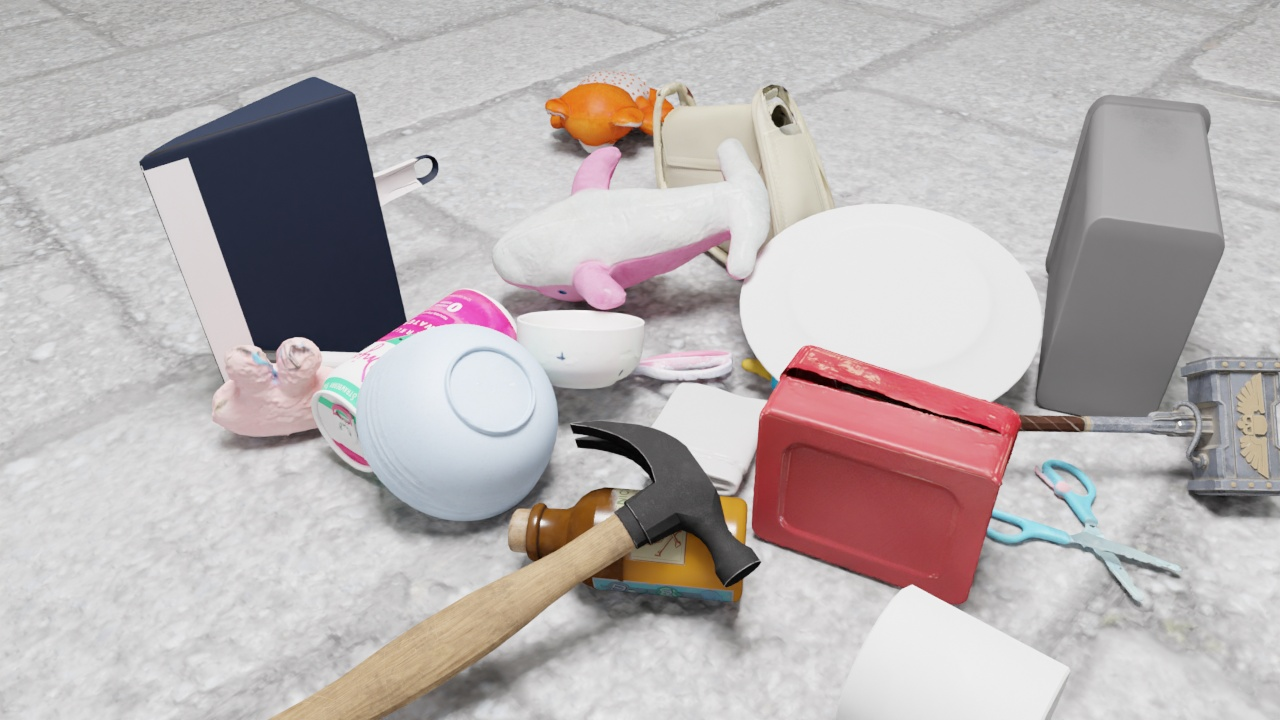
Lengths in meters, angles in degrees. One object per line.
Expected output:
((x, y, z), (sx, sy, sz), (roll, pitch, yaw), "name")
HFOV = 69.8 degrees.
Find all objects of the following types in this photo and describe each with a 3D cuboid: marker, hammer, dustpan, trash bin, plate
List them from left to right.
((-0.275, -0.120, 0.806), (0.272, 0.237, 0.080), (-30, 44, -32), "dustpan")
((-0.252, 0.003, 0.793), (0.145, 0.019, 0.019), (2, 32, -28), "marker")
((-0.091, 0.147, 0.546), (0.305, 0.040, 0.132), (-30, 65, -11), "hammer")
((0.204, -0.051, 0.758), (0.242, 0.016, 0.242), (-4, 52, 4), "plate")
((0.296, 0.046, 0.668), (0.322, 0.044, 0.098), (1, 82, 2), "hammer")
((0.403, -0.088, 0.769), (0.098, 0.192, 0.219), (13, 41, 18), "trash bin")

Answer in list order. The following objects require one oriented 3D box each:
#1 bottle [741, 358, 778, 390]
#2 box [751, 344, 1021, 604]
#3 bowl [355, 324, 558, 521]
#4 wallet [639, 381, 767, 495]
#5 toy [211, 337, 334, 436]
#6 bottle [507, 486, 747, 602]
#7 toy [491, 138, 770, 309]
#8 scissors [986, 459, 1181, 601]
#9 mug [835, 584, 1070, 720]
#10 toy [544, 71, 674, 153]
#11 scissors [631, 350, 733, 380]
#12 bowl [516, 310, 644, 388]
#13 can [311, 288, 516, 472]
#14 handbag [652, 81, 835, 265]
((0.155, 0.014, 0.758), (0.146, 0.051, 0.051), (9, 38, 15), "bottle")
((0.161, 0.071, 0.619), (0.158, 0.129, 0.086), (17, 39, 23), "box")
((-0.120, 0.034, 0.663), (0.150, 0.075, 0.150), (15, 59, -27), "bowl")
((0.051, 0.062, 0.716), (0.086, 0.032, 0.116), (15, 32, 19), "wallet")
((-0.287, 0.021, 0.731), (0.108, 0.105, 0.053), (-5, 57, -17), "toy")
((-0.009, 0.120, 0.612), (0.157, 0.068, 0.067), (4, 37, 8), "bottle")
((-0.005, -0.108, 0.864), (0.266, 0.128, 0.186), (-12, 60, 15), "toy")
((0.297, 0.118, 0.646), (0.126, 0.015, 0.136), (-7, 31, -5), "scissors")
((0.178, 0.181, 0.509), (0.090, 0.091, 0.121), (25, 28, 31), "mug")
((-0.045, -0.321, 1.194), (0.164, 0.093, 0.172), (9, 26, 10), "toy")
((-0.006, 0.006, 0.797), (0.174, 0.017, 0.076), (-2, 15, 8), "scissors")
((-0.049, -0.009, 0.751), (0.105, 0.054, 0.105), (2, 10, 0), "bowl")
((-0.176, 0.013, 0.746), (0.088, 0.088, 0.165), (22, 43, 28), "can")
((0.116, -0.199, 0.954), (0.131, 0.184, 0.229), (-20, 24, -27), "handbag")
